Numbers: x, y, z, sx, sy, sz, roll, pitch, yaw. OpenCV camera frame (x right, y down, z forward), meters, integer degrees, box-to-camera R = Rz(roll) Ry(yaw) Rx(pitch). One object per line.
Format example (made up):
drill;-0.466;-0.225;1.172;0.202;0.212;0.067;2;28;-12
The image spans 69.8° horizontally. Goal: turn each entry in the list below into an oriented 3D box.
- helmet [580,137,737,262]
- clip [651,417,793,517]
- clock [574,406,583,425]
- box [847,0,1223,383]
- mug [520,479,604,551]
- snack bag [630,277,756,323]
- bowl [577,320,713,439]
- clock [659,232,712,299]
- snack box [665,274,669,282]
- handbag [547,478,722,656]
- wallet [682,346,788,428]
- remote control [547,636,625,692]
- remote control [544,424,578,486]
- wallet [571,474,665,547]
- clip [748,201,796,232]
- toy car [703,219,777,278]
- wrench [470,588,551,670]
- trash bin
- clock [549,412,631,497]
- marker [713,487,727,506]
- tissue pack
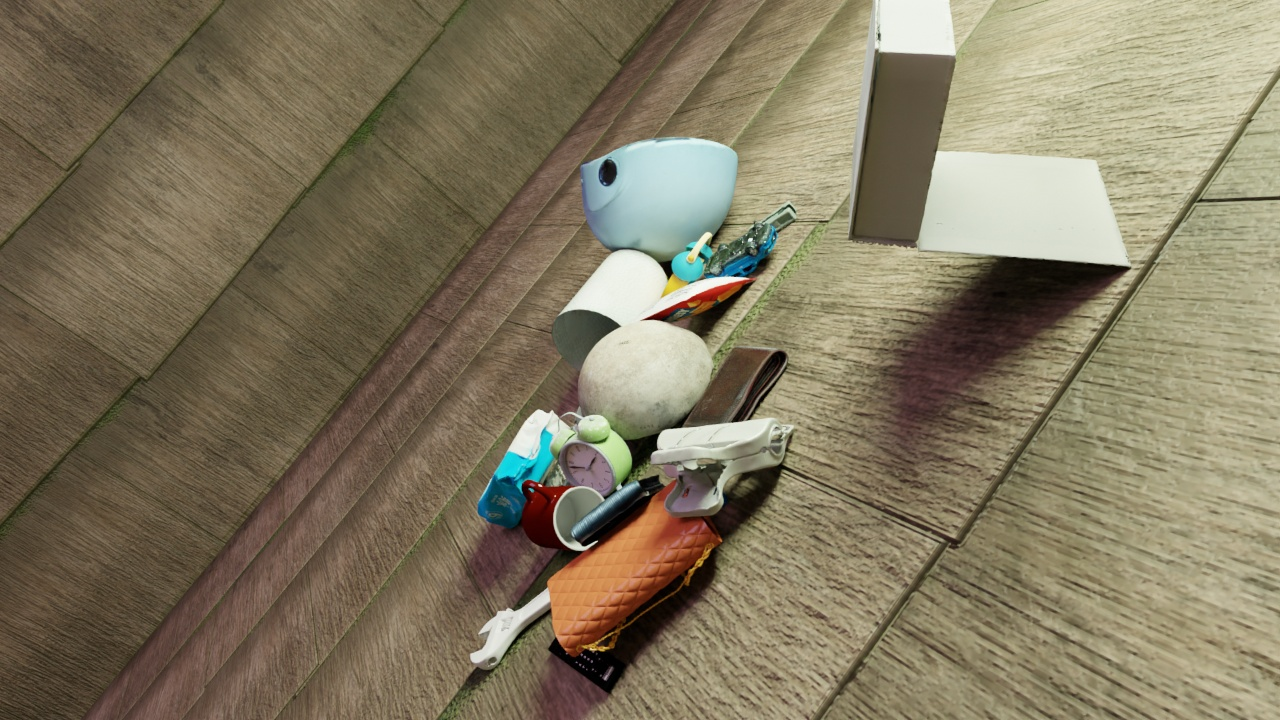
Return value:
helmet;0.033;-0.239;1.391;0.266;0.225;0.166;-20;73;54
clip;0.068;0.089;0.877;0.125;0.075;0.143;-12;10;33
clock;-0.042;0.070;1.197;0.104;0.056;0.147;-24;31;44
box;0.315;-0.147;0.763;0.172;0.380;0.166;-52;14;42
mug;-0.100;0.173;1.066;0.083;0.105;0.073;-13;39;56
snack bag;0.060;-0.076;1.197;0.143;0.039;0.131;-19;-2;-41
bowl;-0.007;0.006;1.123;0.179;0.081;0.178;-19;38;15
clock;0.064;-0.122;1.291;0.130;0.044;0.098;-61;-6;28
snack box;-0.015;-0.112;1.472;0.148;0.040;0.028;-20;36;51
handbag;-0.003;0.204;0.881;0.172;0.060;0.109;-39;15;2
wallet;0.102;0.033;1.019;0.119;0.031;0.099;-55;19;-11
remote control;-0.056;0.294;0.911;0.030;0.009;0.140;-56;22;-17
remote control;-0.101;0.150;1.169;0.136;0.011;0.050;-63;29;15
wallet;-0.020;0.153;0.955;0.089;0.026;0.115;-38;-11;7
clip;0.178;-0.185;1.248;0.076;0.023;0.045;-34;24;29
toy car;0.136;-0.141;1.222;0.120;0.043;0.056;-30;28;47
wrench;-0.095;0.262;1.033;0.274;0.018;0.066;-40;23;19
trash bin;-0.036;-0.073;1.339;0.134;0.133;0.160;-27;25;43
clock;-0.058;0.114;1.092;0.095;0.119;0.042;-27;9;40
marker;0.060;0.123;0.971;0.013;0.013;0.142;-49;21;-1
tissue pack;-0.155;0.144;1.207;0.116;0.066;0.210;-61;2;-29
